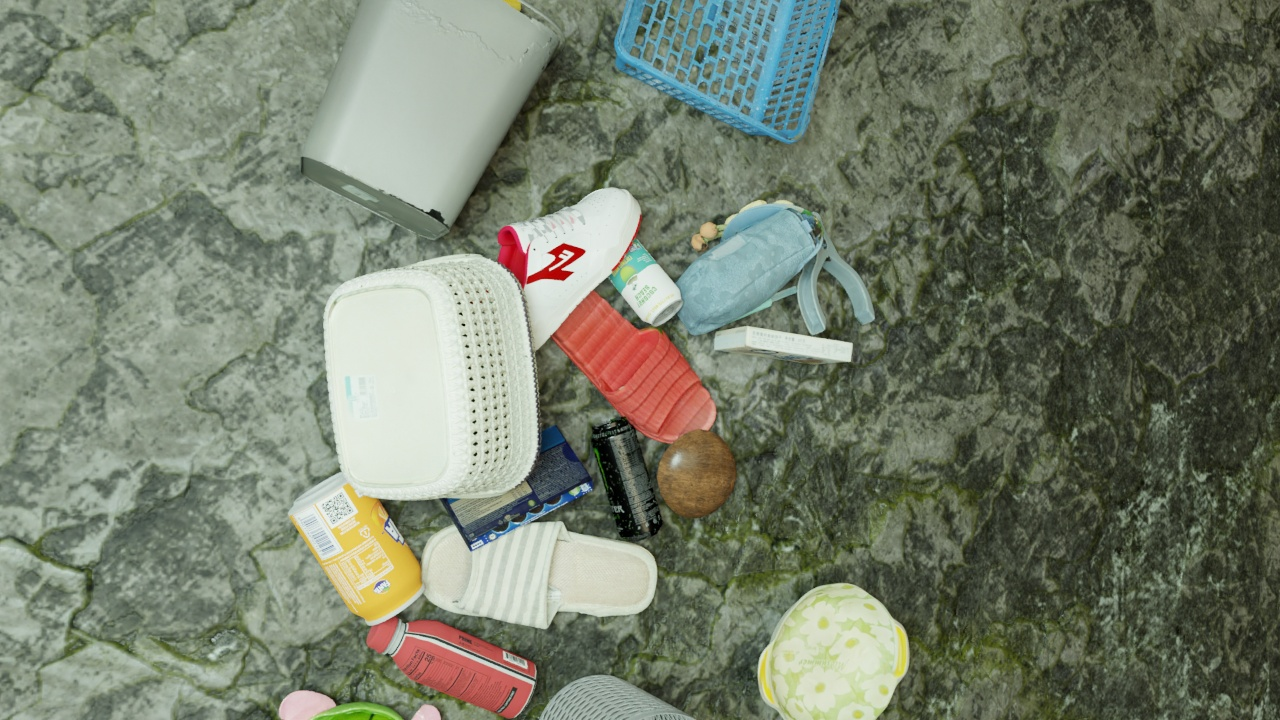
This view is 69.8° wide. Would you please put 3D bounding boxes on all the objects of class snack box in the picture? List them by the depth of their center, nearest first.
[{"bbox_3d":[-0.135,0.135,0.986,0.150,0.027,0.082,-24,59,-23],"label":"snack box"},{"bbox_3d":[0.174,-0.017,1.120,0.150,0.082,0.026,7,84,-23],"label":"snack box"}]

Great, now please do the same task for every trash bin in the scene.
[{"bbox_3d":[-0.219,-0.255,0.915,0.197,0.197,0.220,26,83,-19],"label":"trash bin"},{"bbox_3d":[-0.018,0.421,0.955,0.156,0.184,0.156,1,86,-23],"label":"trash bin"}]

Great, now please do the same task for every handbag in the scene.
[{"bbox_3d":[0.117,-0.119,1.090,0.191,0.122,0.118,-31,82,-20],"label":"handbag"}]

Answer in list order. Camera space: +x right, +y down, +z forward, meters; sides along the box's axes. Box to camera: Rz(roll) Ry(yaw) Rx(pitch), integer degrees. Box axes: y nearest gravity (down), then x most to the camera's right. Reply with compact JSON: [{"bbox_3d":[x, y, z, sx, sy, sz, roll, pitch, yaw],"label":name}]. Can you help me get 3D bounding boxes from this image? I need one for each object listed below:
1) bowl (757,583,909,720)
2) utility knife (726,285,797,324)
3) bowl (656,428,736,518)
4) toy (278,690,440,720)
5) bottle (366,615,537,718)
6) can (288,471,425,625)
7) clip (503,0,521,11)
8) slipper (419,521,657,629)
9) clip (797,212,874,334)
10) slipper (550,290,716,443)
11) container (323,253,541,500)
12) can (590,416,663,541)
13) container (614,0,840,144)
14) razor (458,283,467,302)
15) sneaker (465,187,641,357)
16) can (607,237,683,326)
[{"bbox_3d":[0.226,0.366,1.133,0.219,0.060,0.188,-2,88,-23],"label":"bowl"},{"bbox_3d":[0.138,-0.067,1.145,0.147,0.015,0.022,-21,63,-24],"label":"utility knife"},{"bbox_3d":[0.073,0.138,1.080,0.102,0.026,0.114,-42,119,-12],"label":"bowl"},{"bbox_3d":[-0.270,0.419,0.900,0.238,0.088,0.189,43,71,-9],"label":"toy"},{"bbox_3d":[-0.197,0.311,0.951,0.176,0.062,0.062,30,76,-19],"label":"bottle"},{"bbox_3d":[-0.280,0.185,0.913,0.079,0.079,0.142,-33,100,-22],"label":"can"},{"bbox_3d":[-0.163,-0.390,1.028,0.054,0.048,0.046,2,61,-25],"label":"clip"},{"bbox_3d":[-0.103,0.233,1.005,0.272,0.054,0.114,8,79,-23],"label":"slipper"},{"bbox_3d":[0.258,-0.101,1.183,0.164,0.031,0.172,17,63,-38],"label":"clip"},{"bbox_3d":[-0.006,0.006,1.054,0.248,0.059,0.103,41,72,-15],"label":"slipper"},{"bbox_3d":[-0.204,0.020,0.882,0.185,0.143,0.251,-5,91,21],"label":"container"},{"bbox_3d":[-0.016,0.135,1.044,0.053,0.054,0.137,-18,94,-23],"label":"can"},{"bbox_3d":[0.113,-0.462,1.116,0.257,0.089,0.361,21,79,-21],"label":"container"},{"bbox_3d":[-0.230,-0.059,0.982,0.105,0.026,0.042,-13,94,-19],"label":"razor"},{"bbox_3d":[-0.099,-0.119,0.991,0.236,0.090,0.104,-49,127,-14],"label":"sneaker"},{"bbox_3d":[0.000,-0.091,1.046,0.054,0.055,0.101,-32,74,-22],"label":"can"}]
